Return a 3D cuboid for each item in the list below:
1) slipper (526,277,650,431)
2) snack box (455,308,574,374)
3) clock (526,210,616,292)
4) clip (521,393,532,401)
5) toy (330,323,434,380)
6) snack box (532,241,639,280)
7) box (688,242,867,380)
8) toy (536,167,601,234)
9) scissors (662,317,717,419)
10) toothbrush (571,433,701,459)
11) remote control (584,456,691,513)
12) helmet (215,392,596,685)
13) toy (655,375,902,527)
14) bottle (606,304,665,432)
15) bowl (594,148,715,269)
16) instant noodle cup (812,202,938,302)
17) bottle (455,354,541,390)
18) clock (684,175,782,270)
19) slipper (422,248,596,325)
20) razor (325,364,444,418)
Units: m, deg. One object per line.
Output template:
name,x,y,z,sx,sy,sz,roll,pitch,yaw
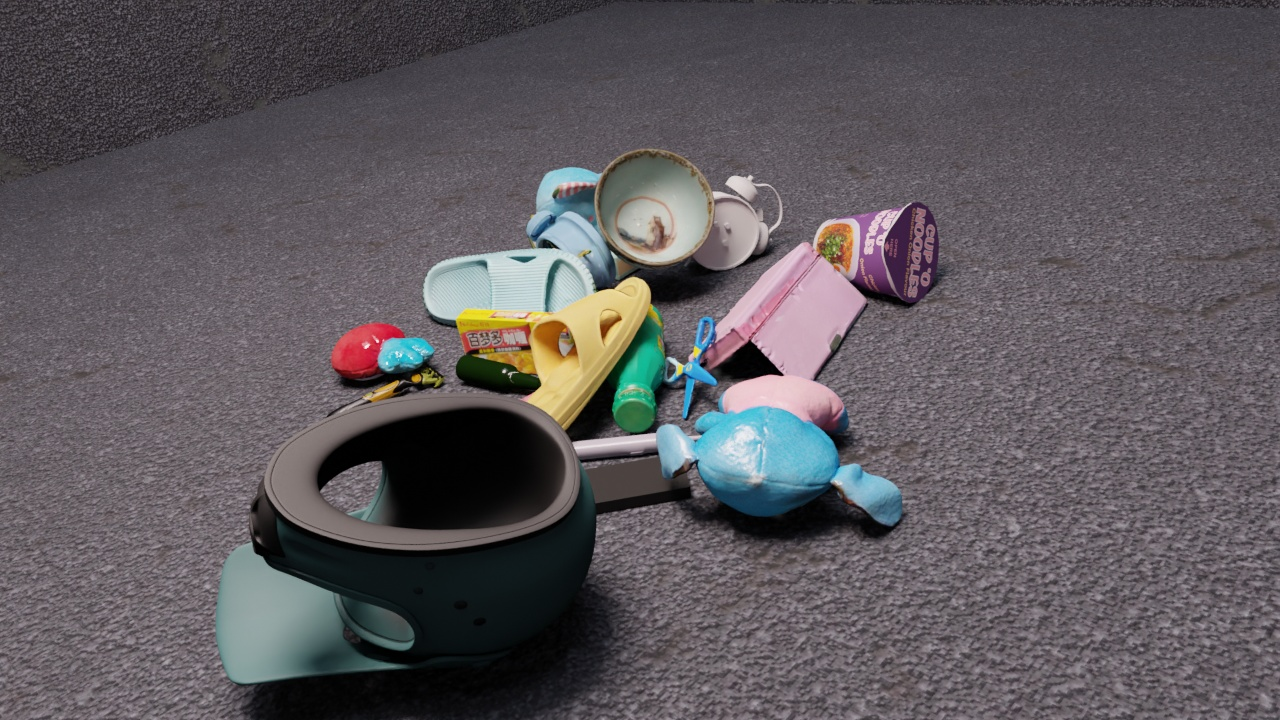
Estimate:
slipper,-0.077,-0.010,0.976,0.100,0.078,0.262,-12,38,51
snack box,-0.142,-0.021,1.096,0.152,0.075,0.025,4,33,21
clock,-0.101,-0.148,1.269,0.060,0.118,0.162,-38,45,-23
clip,-0.117,0.044,1.017,0.060,0.045,0.023,-1,23,-15
toy,-0.318,-0.009,1.137,0.133,0.062,0.092,8,41,20
snack box,-0.052,-0.187,1.394,0.194,0.044,0.141,22,44,40
box,0.169,-0.036,1.090,0.107,0.115,0.231,-38,5,42
toy,-0.062,-0.226,1.327,0.180,0.114,0.184,-11,-8,-11
scissors,0.052,0.010,1.008,0.124,0.016,0.125,-34,37,50
toothbrush,-0.007,0.086,0.930,0.188,0.018,0.019,-6,35,4
remote control,-0.021,0.121,0.878,0.133,0.013,0.058,-9,29,-1
helmet,-0.171,0.142,0.688,0.274,0.201,0.176,-3,47,-24
toy,0.131,0.076,0.841,0.224,0.099,0.190,10,27,16
bottle,-0.006,0.006,1.019,0.068,0.068,0.209,-6,30,4
bowl,0.012,-0.187,1.217,0.159,0.160,0.094,-16,-9,-13
instant noodle cup,0.286,-0.137,1.154,0.122,0.122,0.136,8,5,44
bottle,-0.161,0.019,1.075,0.123,0.033,0.032,11,35,30
clock,0.128,-0.192,1.288,0.159,0.120,0.061,-24,26,-5
slipper,-0.183,-0.090,1.193,0.277,0.116,0.069,2,-1,26
razor,-0.304,0.042,1.086,0.143,0.021,0.044,-28,35,-27
